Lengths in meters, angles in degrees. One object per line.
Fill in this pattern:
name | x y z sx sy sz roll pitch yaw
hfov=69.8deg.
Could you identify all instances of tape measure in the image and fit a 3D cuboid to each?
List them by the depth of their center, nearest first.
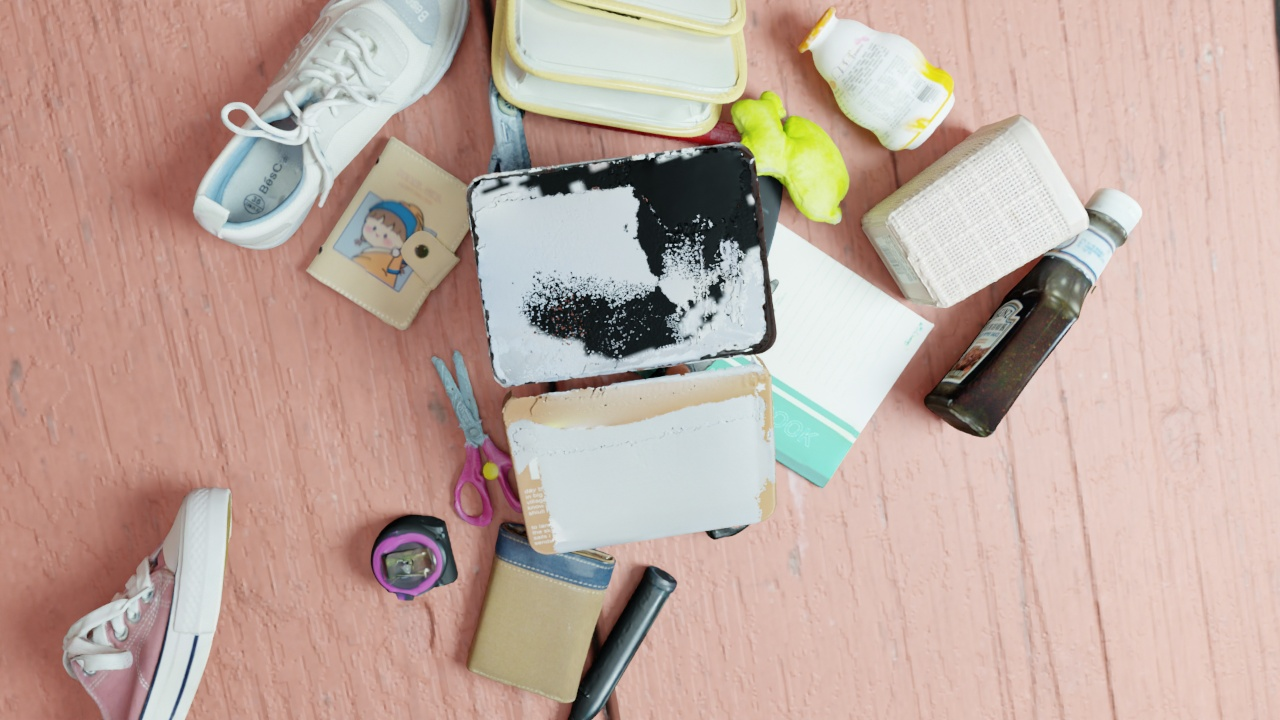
tape measure | -0.166 0.142 0.666 0.058 0.039 0.057 -10 96 -2

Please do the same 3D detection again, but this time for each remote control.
remote control | 0.066 -0.081 0.643 0.053 0.024 0.136 17 86 -8

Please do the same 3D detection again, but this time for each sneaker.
sneaker | -0.209 -0.176 0.607 0.089 0.090 0.242 40 92 -7
sneaker | -0.348 0.195 0.634 0.087 0.118 0.241 17 101 -25

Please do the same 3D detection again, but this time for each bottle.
bottle | 0.162 -0.197 0.635 0.108 0.063 0.063 37 93 -6
bottle | 0.280 -0.035 0.649 0.044 0.080 0.195 37 91 0

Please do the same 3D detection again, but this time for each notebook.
notebook | 0.089 -0.020 0.677 0.209 0.012 0.150 32 95 -5

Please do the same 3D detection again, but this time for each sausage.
sausage | 0.013 -0.168 0.653 0.156 0.020 0.020 9 95 -4

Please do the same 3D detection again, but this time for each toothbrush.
toothbrush | -0.037 0.250 0.690 0.026 0.027 0.212 34 95 39

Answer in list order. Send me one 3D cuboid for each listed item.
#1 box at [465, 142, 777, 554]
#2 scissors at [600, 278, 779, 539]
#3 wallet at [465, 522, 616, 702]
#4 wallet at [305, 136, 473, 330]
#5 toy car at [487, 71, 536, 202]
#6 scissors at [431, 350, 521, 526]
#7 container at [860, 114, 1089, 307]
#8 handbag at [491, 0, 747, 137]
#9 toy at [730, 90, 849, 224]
box | -0.004 0.005 0.596 0.179 0.110 0.259 -7 96 -3
scissors | 0.019 0.030 0.666 0.221 0.021 0.234 -25 97 -3
wallet | -0.074 0.185 0.677 0.090 0.033 0.115 15 95 5
wallet | -0.170 -0.087 0.652 0.087 0.024 0.115 34 92 0
toy car | -0.089 -0.139 0.634 0.037 0.054 0.120 -9 96 -4
scissors | -0.129 0.058 0.674 0.073 0.017 0.137 -27 92 10
container | 0.225 -0.097 0.637 0.111 0.090 0.090 -33 96 3
handbag | -0.010 -0.249 0.606 0.163 0.063 0.178 4 80 -19
toy | 0.108 -0.143 0.640 0.100 0.031 0.096 6 69 -32
